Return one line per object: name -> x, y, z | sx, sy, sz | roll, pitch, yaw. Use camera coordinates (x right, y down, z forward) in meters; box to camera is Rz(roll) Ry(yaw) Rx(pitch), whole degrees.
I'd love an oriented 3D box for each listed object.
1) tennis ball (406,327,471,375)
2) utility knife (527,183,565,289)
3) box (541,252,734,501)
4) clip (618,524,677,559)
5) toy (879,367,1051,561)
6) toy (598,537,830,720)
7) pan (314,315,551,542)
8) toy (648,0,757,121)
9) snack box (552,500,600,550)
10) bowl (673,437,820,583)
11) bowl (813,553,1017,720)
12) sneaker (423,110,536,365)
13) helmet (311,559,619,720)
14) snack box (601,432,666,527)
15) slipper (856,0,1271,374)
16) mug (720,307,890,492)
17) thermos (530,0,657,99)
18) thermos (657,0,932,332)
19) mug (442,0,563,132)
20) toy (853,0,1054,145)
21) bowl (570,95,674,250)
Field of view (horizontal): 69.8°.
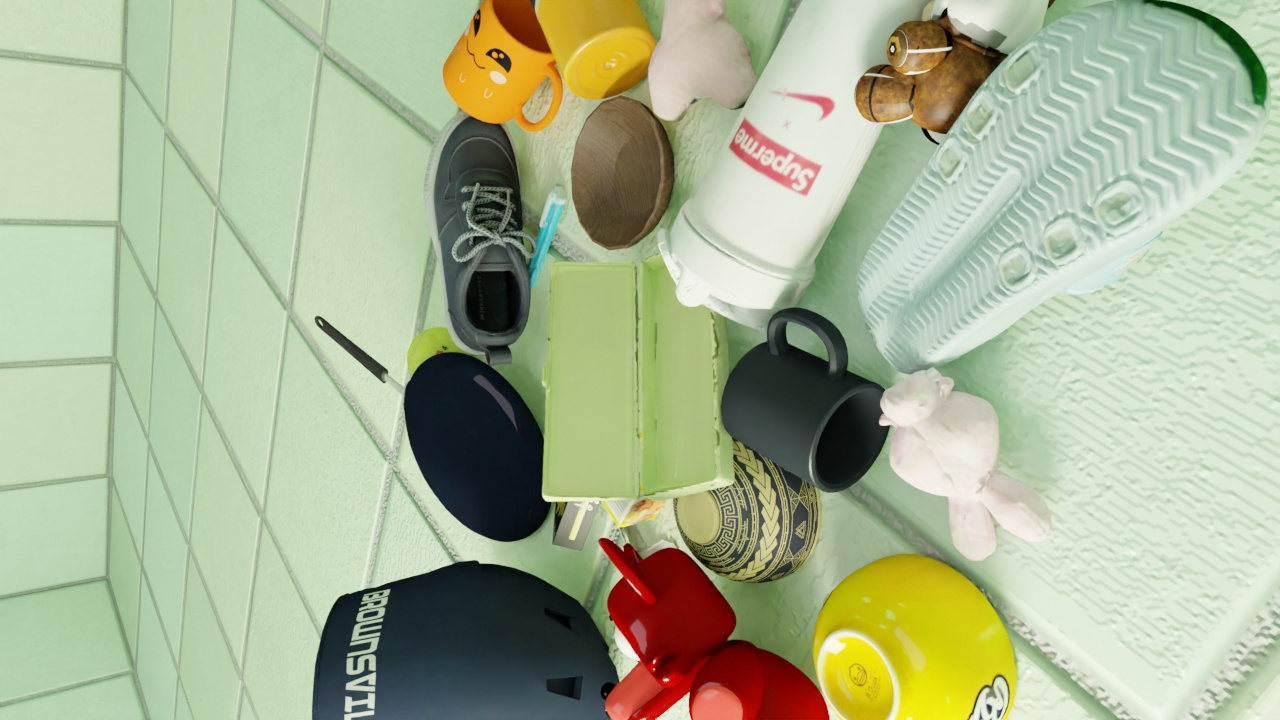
tennis ball -> -0.208, -0.002, 0.950 | 0.065, 0.065, 0.065 | 8, 100, 50
utility knife -> -0.092, -0.103, 0.838 | 0.124, 0.015, 0.022 | -66, 35, 34
box -> -0.002, 0.006, 0.644 | 0.141, 0.047, 0.187 | -8, 64, 13
clip -> 0.011, 0.167, 0.739 | 0.101, 0.040, 0.054 | 67, 157, 20
toy -> 0.175, 0.056, 0.503 | 0.064, 0.047, 0.110 | -35, 81, 43
toy -> 0.034, 0.207, 0.613 | 0.120, 0.158, 0.197 | -37, 76, 0
pan -> -0.223, 0.047, 0.926 | 0.356, 0.021, 0.199 | 35, 129, 25
toy -> 0.039, -0.217, 0.631 | 0.099, 0.052, 0.096 | 7, 107, 52
snack box -> -0.038, 0.072, 0.749 | 0.080, 0.025, 0.148 | -93, 21, -60
bowl -> 0.061, 0.101, 0.633 | 0.113, 0.061, 0.112 | 8, 100, 50
bowl -> 0.146, 0.176, 0.532 | 0.117, 0.067, 0.117 | 7, 99, 51
sneaker -> -0.140, -0.113, 0.822 | 0.087, 0.089, 0.235 | 180, 86, -67
helmet -> -0.127, 0.293, 0.776 | 0.273, 0.223, 0.231 | 86, 177, -49
snack box -> 0.018, 0.068, 0.699 | 0.029, 0.040, 0.148 | 54, 132, 32
slipper -> 0.191, -0.072, 0.451 | 0.104, 0.074, 0.246 | 70, 155, 20
mug -> 0.100, 0.018, 0.560 | 0.077, 0.071, 0.105 | 30, 133, 46
thermos -> -0.066, -0.317, 0.733 | 0.092, 0.076, 0.232 | -45, 61, 47
thermos -> 0.090, -0.126, 0.552 | 0.099, 0.099, 0.221 | 49, 125, 36
mug -> -0.108, -0.252, 0.798 | 0.096, 0.077, 0.112 | -36, 85, 47
toy -> 0.166, -0.166, 0.460 | 0.067, 0.087, 0.113 | 46, 122, 59
bowl -> -0.009, -0.145, 0.717 | 0.118, 0.030, 0.118 | 8, 100, 50
